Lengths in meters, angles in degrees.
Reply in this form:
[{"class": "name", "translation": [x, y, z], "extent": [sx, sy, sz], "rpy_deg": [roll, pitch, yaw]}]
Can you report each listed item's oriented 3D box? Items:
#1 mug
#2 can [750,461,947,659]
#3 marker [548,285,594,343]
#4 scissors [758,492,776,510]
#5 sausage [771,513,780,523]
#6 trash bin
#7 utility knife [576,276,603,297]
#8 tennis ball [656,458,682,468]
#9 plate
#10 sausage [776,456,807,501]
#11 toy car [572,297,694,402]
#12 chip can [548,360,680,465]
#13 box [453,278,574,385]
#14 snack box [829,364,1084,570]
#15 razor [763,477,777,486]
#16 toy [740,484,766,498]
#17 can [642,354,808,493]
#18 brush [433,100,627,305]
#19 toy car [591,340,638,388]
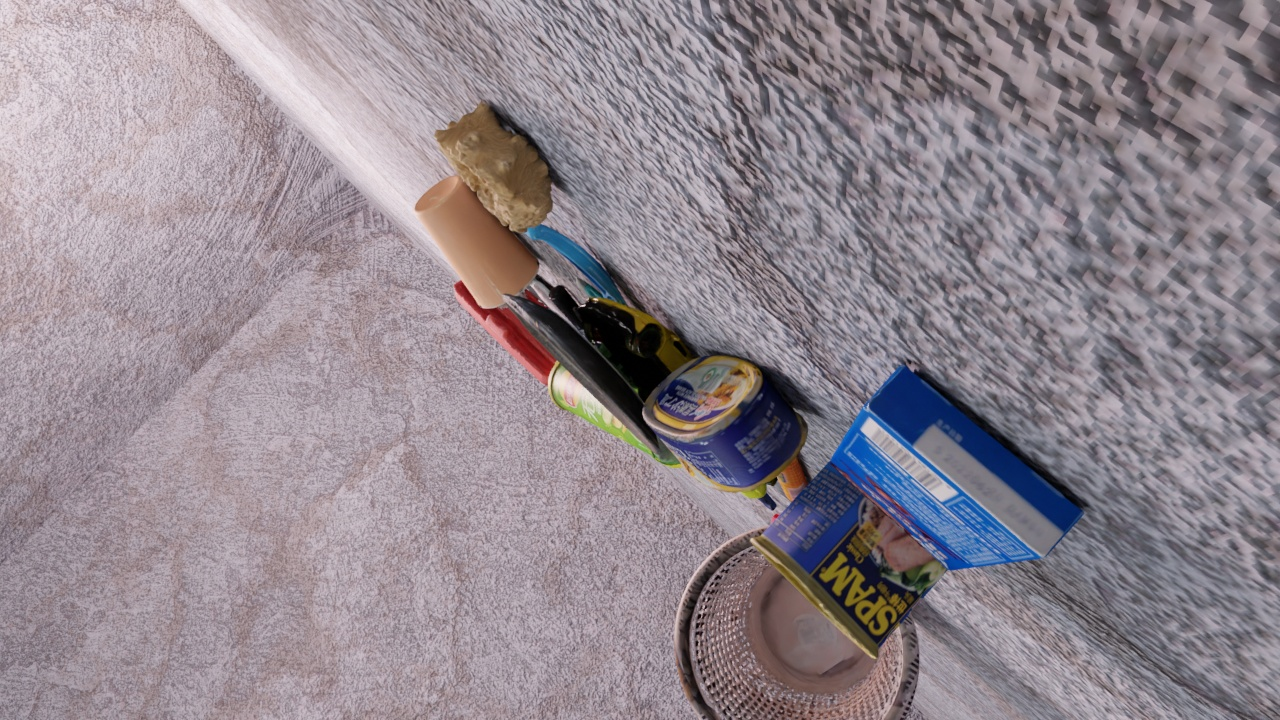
[{"class": "mug", "translation": [-0.168, -0.123, 0.929], "extent": [0.123, 0.078, 0.078], "rpy_deg": [54, 169, -33]}, {"class": "can", "translation": [0.129, 0.111, 0.540], "extent": [0.102, 0.083, 0.057], "rpy_deg": [46, 174, -27]}, {"class": "marker", "translation": [-0.058, -0.036, 1.024], "extent": [0.020, 0.022, 0.132], "rpy_deg": [21, 158, 47]}, {"class": "scissors", "translation": [0.102, 0.116, 1.069], "extent": [0.141, 0.012, 0.171], "rpy_deg": [41, 172, 40]}, {"class": "sausage", "translation": [0.185, 0.203, 1.089], "extent": [0.020, 0.020, 0.156], "rpy_deg": [45, 174, -9]}, {"class": "trash bin", "translation": [0.167, 0.278, 0.935], "extent": [0.227, 0.227, 0.192], "rpy_deg": [42, -174, 18]}, {"class": "utility knife", "translation": [0.001, -0.020, 0.789], "extent": [0.164, 0.013, 0.029], "rpy_deg": [40, 173, 23]}, {"class": "tennis ball", "translation": [0.040, 0.086, 1.010], "extent": [0.065, 0.065, 0.065], "rpy_deg": [43, 174, 5]}, {"class": "plate", "translation": [-0.042, 0.006, 0.739], "extent": [0.179, 0.024, 0.179], "rpy_deg": [44, 175, 5]}, {"class": "sausage", "translation": [0.118, 0.087, 0.733], "extent": [0.021, 0.021, 0.165], "rpy_deg": [40, 173, 28]}, {"class": "toy car", "translation": [0.010, -0.001, 0.706], "extent": [0.071, 0.041, 0.156], "rpy_deg": [17, 157, 47]}, {"class": "chip can", "translation": [-0.017, 0.048, 0.978], "extent": [0.072, 0.072, 0.221], "rpy_deg": [48, 165, -34]}, {"class": "box", "translation": [-0.139, -0.074, 1.118], "extent": [0.201, 0.095, 0.099], "rpy_deg": [42, 144, 27]}, {"class": "snack box", "translation": [0.131, 0.055, 0.415], "extent": [0.084, 0.026, 0.157], "rpy_deg": [42, 174, 14]}, {"class": "razor", "translation": [0.078, 0.057, 0.729], "extent": [0.043, 0.028, 0.133], "rpy_deg": [9, 148, 27]}, {"class": "toy", "translation": [0.106, 0.119, 0.974], "extent": [0.096, 0.031, 0.100], "rpy_deg": [46, 178, -21]}, {"class": "can", "translation": [0.051, 0.038, 0.597], "extent": [0.049, 0.074, 0.148], "rpy_deg": [49, 172, -14]}, {"class": "brush", "translation": [-0.060, -0.090, 0.643], "extent": [0.083, 0.046, 0.254], "rpy_deg": [35, 174, 32]}, {"class": "toy car", "translation": [-0.005, 0.005, 0.785], "extent": [0.091, 0.036, 0.043], "rpy_deg": [40, 170, -17]}]
